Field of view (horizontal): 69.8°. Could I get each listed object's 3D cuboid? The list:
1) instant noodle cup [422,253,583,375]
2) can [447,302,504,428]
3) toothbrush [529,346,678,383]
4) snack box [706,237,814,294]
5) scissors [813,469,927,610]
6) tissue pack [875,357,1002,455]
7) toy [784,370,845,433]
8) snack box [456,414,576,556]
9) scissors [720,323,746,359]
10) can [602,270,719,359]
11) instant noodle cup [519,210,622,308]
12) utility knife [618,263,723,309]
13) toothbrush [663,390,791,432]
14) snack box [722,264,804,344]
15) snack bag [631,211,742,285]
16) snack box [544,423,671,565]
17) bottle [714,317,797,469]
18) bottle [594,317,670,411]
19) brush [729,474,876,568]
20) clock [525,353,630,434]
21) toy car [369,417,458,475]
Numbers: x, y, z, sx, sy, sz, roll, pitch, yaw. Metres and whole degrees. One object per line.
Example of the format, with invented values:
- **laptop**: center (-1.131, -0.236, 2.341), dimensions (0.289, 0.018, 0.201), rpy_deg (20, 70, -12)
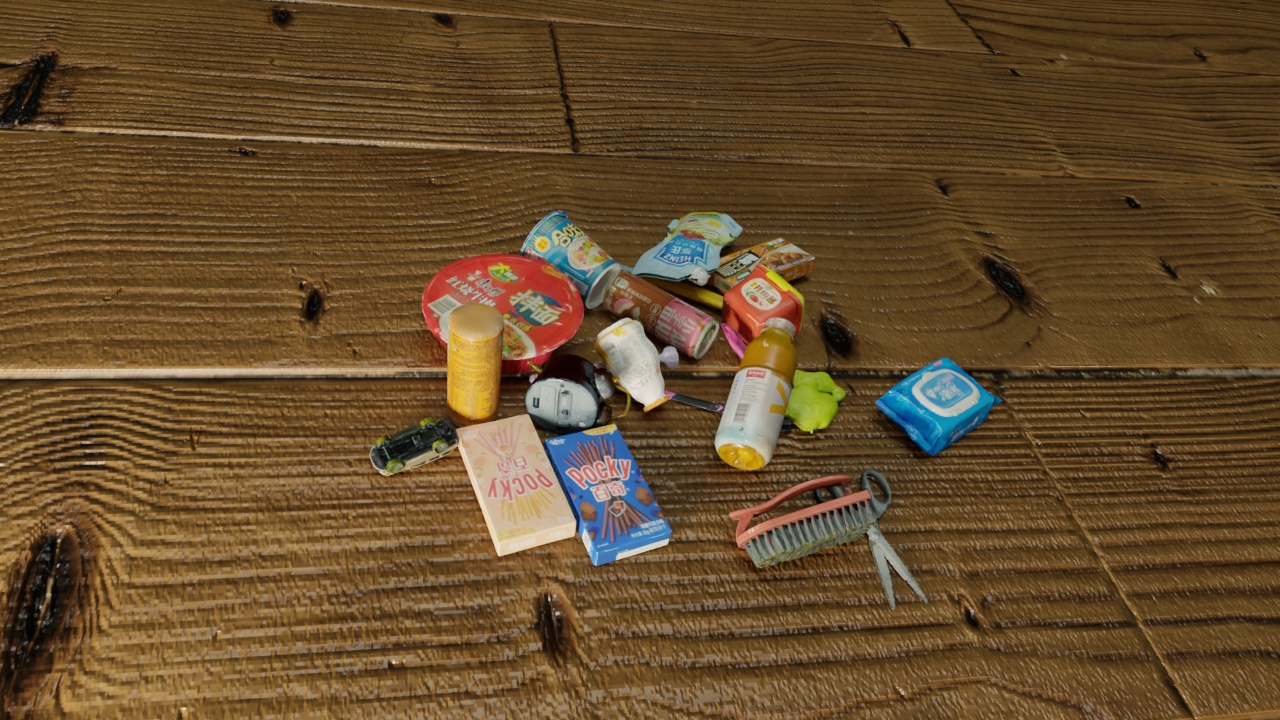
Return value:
- **instant noodle cup**: center (-0.168, -0.048, 1.117), dimensions (0.194, 0.066, 0.193), rpy_deg (7, 43, -6)
- **can**: center (-0.180, 0.008, 0.996), dimensions (0.058, 0.146, 0.058), rpy_deg (6, 44, -6)
- **toothbrush**: center (-0.043, 0.009, 1.118), dimensions (0.189, 0.021, 0.029), rpy_deg (-9, 79, -18)
- **snack box**: center (0.165, -0.130, 1.290), dimensions (0.153, 0.026, 0.075), rpy_deg (-21, 42, -30)
- **scissors**: center (0.254, 0.185, 1.001), dimensions (0.159, 0.014, 0.170), rpy_deg (27, 47, 15)
- **tissue pack**: center (0.371, 0.051, 1.135), dimensions (0.156, 0.052, 0.095), rpy_deg (-25, 54, -32)
- **toy**: center (0.209, 0.048, 1.120), dimensions (0.096, 0.031, 0.100), rpy_deg (5, 44, -10)
- **snack box**: center (-0.133, 0.127, 0.970), dimensions (0.084, 0.026, 0.157), rpy_deg (-12, 48, -22)
- **scissors**: center (0.133, 0.005, 1.132), dimensions (0.017, 0.077, 0.137), rpy_deg (-34, 50, 14)
- **can**: center (0.025, -0.059, 1.173), dimensions (0.147, 0.058, 0.057), rpy_deg (30, 47, 19)
- **instant noodle cup**: center (-0.088, -0.126, 1.199), dimensions (0.110, 0.099, 0.099), rpy_deg (38, 49, 15)
- **utility knife**: center (0.040, -0.103, 1.252), dimensions (0.193, 0.015, 0.033), rpy_deg (21, 24, 10)
- **toothbrush**: center (0.090, 0.055, 1.099), dimensions (0.189, 0.018, 0.014), rpy_deg (16, 50, 6)
- **snack box**: center (0.158, -0.065, 1.197), dimensions (0.080, 0.082, 0.091), rpy_deg (-31, 56, -20)
- **snack bag**: center (0.068, -0.155, 1.273), dimensions (0.110, 0.039, 0.190), rpy_deg (15, 36, 15)
- **snack box**: center (-0.038, 0.138, 0.978), dimensions (0.084, 0.026, 0.157), rpy_deg (-12, 48, -22)
- **bottle**: center (0.140, 0.034, 1.065), dimensions (0.068, 0.068, 0.189), rpy_deg (18, 59, 6)
- **bottle**: center (-0.006, 0.006, 1.082), dimensions (0.063, 0.063, 0.108), rpy_deg (-26, 83, -33)
- **brush**: center (0.167, 0.166, 0.960), dimensions (0.145, 0.063, 0.069), rpy_deg (-15, 61, -13)
- **clock**: center (-0.072, 0.040, 1.035), dimensions (0.122, 0.082, 0.055), rpy_deg (11, 37, 3)
- **toy car**: center (-0.241, 0.094, 0.976), dimensions (0.090, 0.035, 0.042), rpy_deg (-22, 51, -23)
